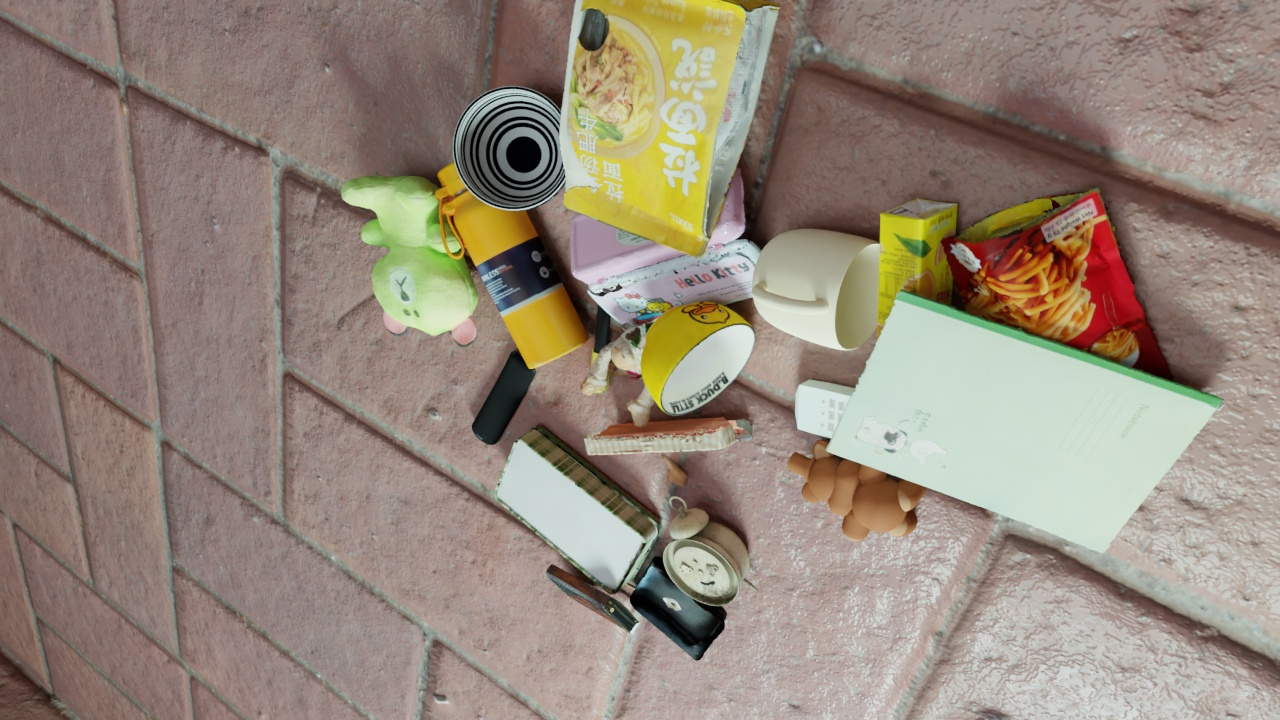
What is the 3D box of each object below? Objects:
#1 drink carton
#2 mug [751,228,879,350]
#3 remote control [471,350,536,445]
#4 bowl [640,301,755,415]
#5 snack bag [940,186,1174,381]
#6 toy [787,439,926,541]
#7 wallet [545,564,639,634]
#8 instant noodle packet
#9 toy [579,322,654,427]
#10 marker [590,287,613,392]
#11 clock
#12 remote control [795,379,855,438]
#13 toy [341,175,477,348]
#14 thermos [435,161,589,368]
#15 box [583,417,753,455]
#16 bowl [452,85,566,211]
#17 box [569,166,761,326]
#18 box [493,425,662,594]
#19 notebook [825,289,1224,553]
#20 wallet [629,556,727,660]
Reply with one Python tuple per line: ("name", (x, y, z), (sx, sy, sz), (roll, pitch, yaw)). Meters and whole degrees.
("drink carton", (0.230, -0.062, 0.770), (0.043, 0.058, 0.135), (19, 124, 43))
("mug", (0.143, -0.064, 0.792), (0.100, 0.119, 0.096), (21, 118, 38))
("remote control", (-0.171, 0.049, 1.130), (0.041, 0.020, 0.152), (41, 128, 9))
("bowl", (0.046, -0.011, 0.894), (0.067, 0.117, 0.117), (48, 132, 29))
("snack bag", (0.335, -0.026, 0.735), (0.139, 0.066, 0.208), (-16, 112, 33))
("toy", (0.206, 0.122, 0.889), (0.128, 0.065, 0.095), (26, 117, 33))
("wallet", (-0.060, 0.294, 1.137), (0.123, 0.019, 0.072), (14, 151, 48))
("instant noodle packet", (0.011, -0.217, 0.808), (0.163, 0.084, 0.222), (23, 115, 24))
("toy", (-0.006, 0.006, 0.957), (0.085, 0.074, 0.106), (38, 138, 19))
("marker", (-0.041, -0.021, 1.007), (0.021, 0.017, 0.124), (21, 121, 25))
("clock", (0.070, 0.206, 1.020), (0.093, 0.054, 0.141), (-13, 112, 41))
("remote control", (0.214, 0.054, 0.863), (0.143, 0.024, 0.050), (14, 119, 31))
("toy", (-0.254, -0.121, 1.055), (0.150, 0.107, 0.197), (6, 124, 27))
("thermos", (-0.145, -0.106, 0.988), (0.076, 0.091, 0.232), (-17, 102, 49))
("box", (0.027, 0.080, 0.977), (0.187, 0.082, 0.041), (-6, 100, 38))
("bowl", (-0.123, -0.211, 0.930), (0.120, 0.066, 0.120), (0, 97, 3))
("box", (0.023, -0.101, 0.888), (0.202, 0.077, 0.146), (-13, 104, 37))
("box", (-0.078, 0.180, 1.113), (0.205, 0.051, 0.118), (35, 124, 15))
("notebook", (0.303, 0.054, 0.760), (0.252, 0.010, 0.182), (20, 129, 8))
("wallet", (0.046, 0.294, 1.095), (0.115, 0.026, 0.089), (38, 133, 13))
